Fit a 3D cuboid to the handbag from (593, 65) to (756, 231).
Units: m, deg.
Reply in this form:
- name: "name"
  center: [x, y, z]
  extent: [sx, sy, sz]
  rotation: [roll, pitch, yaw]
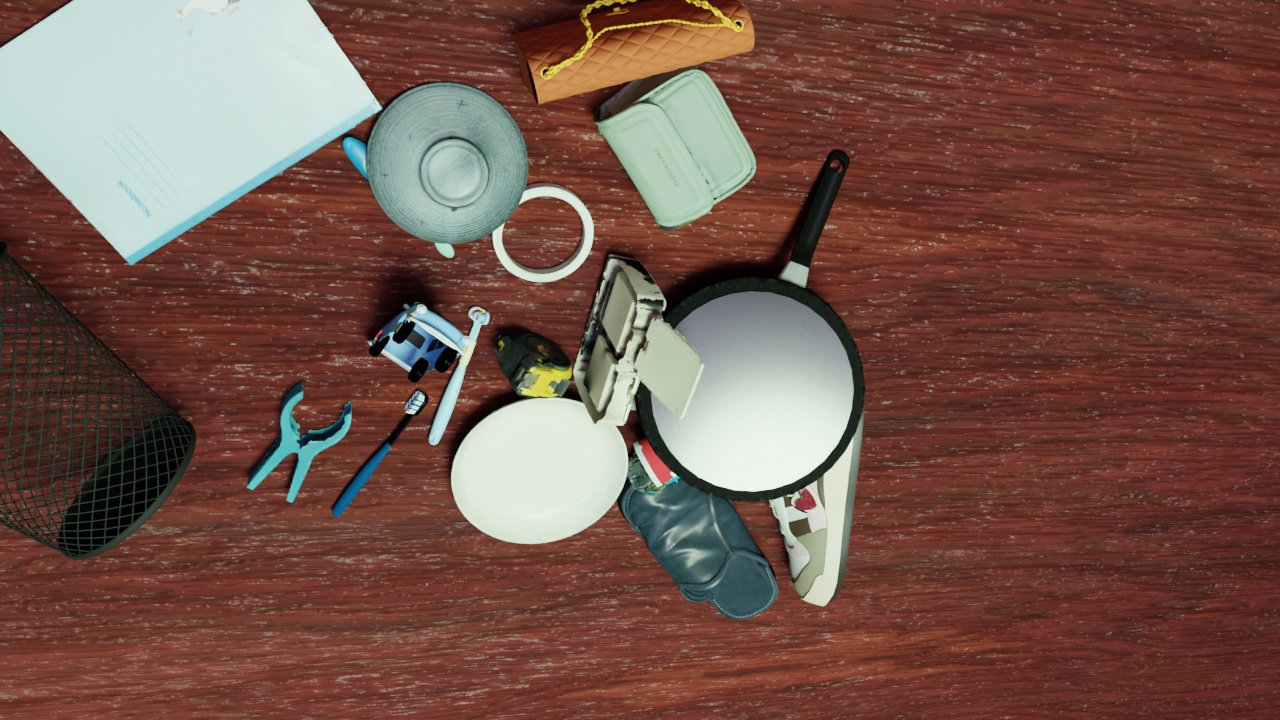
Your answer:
- name: "handbag"
  center: [0.033, -0.190, 0.804]
  extent: [0.106, 0.067, 0.122]
  rotation: [-33, 122, 6]

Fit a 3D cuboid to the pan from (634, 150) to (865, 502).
- name: "pan"
  center: [0.130, -0.032, 0.885]
  extent: [0.225, 0.034, 0.356]
  rotation: [21, 97, -3]

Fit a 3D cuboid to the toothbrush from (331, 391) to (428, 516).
- name: "toothbrush"
  center: [-0.262, 0.095, 0.916]
  extent: [0.014, 0.014, 0.168]
  rotation: [27, 110, -39]

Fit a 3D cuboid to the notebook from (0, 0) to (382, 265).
- name: "notebook"
  center: [-0.361, -0.208, 0.720]
  extent: [0.253, 0.009, 0.181]
  rotation: [-31, 122, 4]

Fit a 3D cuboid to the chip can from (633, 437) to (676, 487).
- name: "chip can"
  center: [0.098, 0.054, 0.938]
  extent: [0.215, 0.051, 0.052]
  rotation: [-30, 122, 3]

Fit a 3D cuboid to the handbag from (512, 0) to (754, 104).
- name: "handbag"
  center: [-0.009, -0.256, 0.730]
  extent: [0.172, 0.108, 0.060]
  rotation: [-16, 122, -6]

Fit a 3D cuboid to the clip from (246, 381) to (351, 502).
- name: "clip"
  center: [-0.341, 0.070, 0.874]
  extent: [0.130, 0.030, 0.120]
  rotation: [-39, 126, 7]

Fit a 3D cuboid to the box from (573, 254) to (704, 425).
- name: "box"
  center: [-0.004, 0.005, 0.836]
  extent: [0.044, 0.184, 0.144]
  rotation: [5, 122, -24]

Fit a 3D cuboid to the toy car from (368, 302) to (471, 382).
- name: "toy car"
  center: [-0.193, -0.020, 0.805]
  extent: [0.056, 0.154, 0.054]
  rotation: [37, 67, -20]

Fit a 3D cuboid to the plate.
- name: "plate"
  center: [-0.105, 0.109, 0.955]
  extent: [0.182, 0.034, 0.183]
  rotation: [-7, 120, -12]

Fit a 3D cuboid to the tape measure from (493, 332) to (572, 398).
- name: "tape measure"
  center: [-0.101, 0.006, 0.875]
  extent: [0.072, 0.071, 0.042]
  rotation: [12, 114, -45]

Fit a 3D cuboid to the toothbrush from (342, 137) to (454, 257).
- name: "toothbrush"
  center: [-0.208, -0.141, 0.798]
  extent: [0.022, 0.017, 0.135]
  rotation: [-36, 119, 7]

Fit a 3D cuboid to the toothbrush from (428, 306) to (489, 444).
- name: "toothbrush"
  center: [-0.179, 0.018, 0.894]
  extent: [0.022, 0.016, 0.155]
  rotation: [27, 112, 8]

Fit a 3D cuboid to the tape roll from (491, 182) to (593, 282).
- name: "tape roll"
  center: [-0.090, -0.117, 0.843]
  extent: [0.093, 0.013, 0.093]
  rotation: [-7, 120, -12]

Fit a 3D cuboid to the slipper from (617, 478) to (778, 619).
- name: "slipper"
  center: [0.080, 0.222, 1.040]
  extent: [0.109, 0.083, 0.265]
  rotation: [-35, 117, 7]

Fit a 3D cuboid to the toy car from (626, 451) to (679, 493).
- name: "toy car"
  center: [0.035, 0.105, 0.985]
  extent: [0.105, 0.048, 0.032]
  rotation: [-29, 158, -3]

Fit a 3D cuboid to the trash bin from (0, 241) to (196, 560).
- name: "trash bin"
  center: [-0.493, 0.044, 0.737]
  extent: [0.184, 0.184, 0.210]
  rotation: [-33, 128, 4]

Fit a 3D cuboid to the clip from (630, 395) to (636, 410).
- name: "clip"
  center: [0.034, 0.033, 0.945]
  extent: [0.101, 0.052, 0.060]
  rotation: [6, 129, -19]

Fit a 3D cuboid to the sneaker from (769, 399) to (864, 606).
- name: "sneaker"
  center: [0.174, 0.153, 1.028]
  extent: [0.116, 0.111, 0.294]
  rotation: [4, 121, 7]

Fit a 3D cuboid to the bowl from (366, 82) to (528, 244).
- name: "bowl"
  center: [-0.156, -0.159, 0.762]
  extent: [0.137, 0.057, 0.137]
  rotation: [-5, 110, -15]
